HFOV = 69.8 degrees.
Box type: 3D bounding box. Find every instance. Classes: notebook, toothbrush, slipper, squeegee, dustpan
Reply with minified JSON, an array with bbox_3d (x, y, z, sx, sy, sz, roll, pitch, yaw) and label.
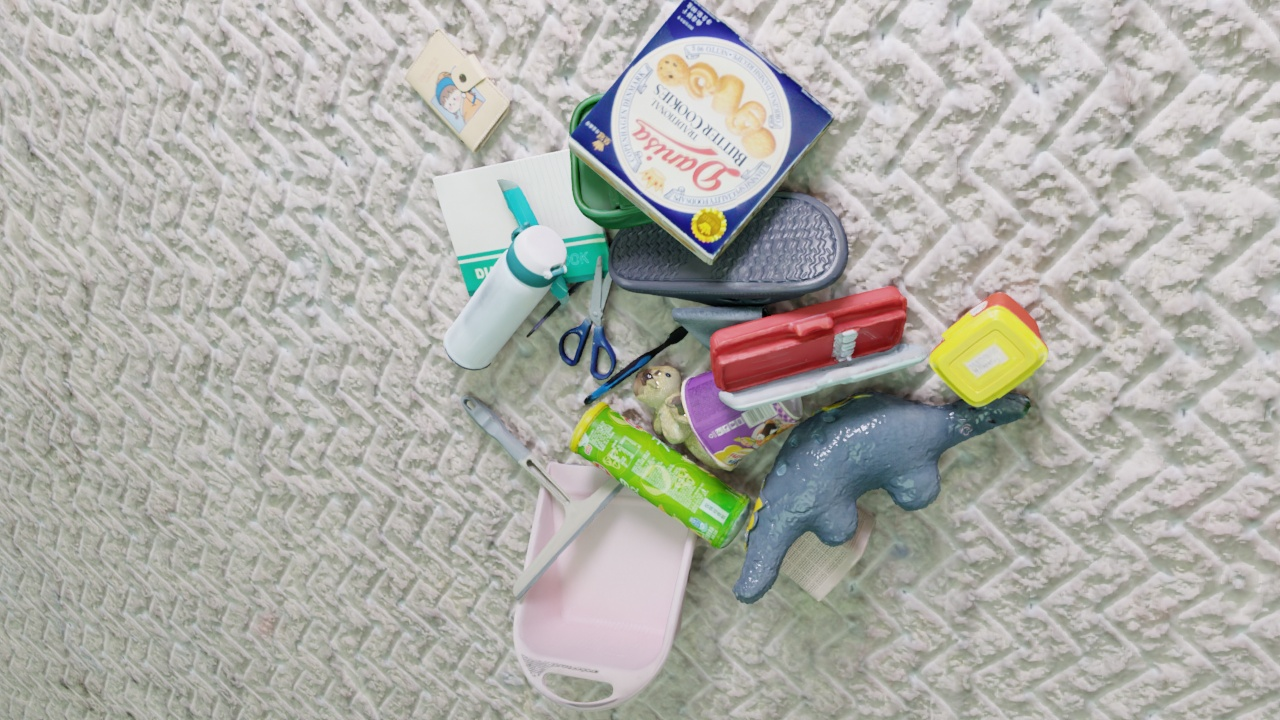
[{"bbox_3d":[-0.136,-0.154,1.054,0.210,0.012,0.150,-5,110,29],"label":"notebook"},{"bbox_3d":[-0.080,-0.080,1.074,0.017,0.014,0.190,39,125,-12],"label":"toothbrush"},{"bbox_3d":[0.093,-0.106,0.944,0.269,0.083,0.110,2,74,34],"label":"slipper"},{"bbox_3d":[-0.006,0.006,1.085,0.014,0.016,0.190,44,127,-12],"label":"toothbrush"},{"bbox_3d":[-0.145,0.130,1.172,0.246,0.039,0.246,42,87,20],"label":"squeegee"},{"bbox_3d":[-0.046,0.262,1.098,0.223,0.138,0.273,-1,91,23],"label":"dustpan"}]

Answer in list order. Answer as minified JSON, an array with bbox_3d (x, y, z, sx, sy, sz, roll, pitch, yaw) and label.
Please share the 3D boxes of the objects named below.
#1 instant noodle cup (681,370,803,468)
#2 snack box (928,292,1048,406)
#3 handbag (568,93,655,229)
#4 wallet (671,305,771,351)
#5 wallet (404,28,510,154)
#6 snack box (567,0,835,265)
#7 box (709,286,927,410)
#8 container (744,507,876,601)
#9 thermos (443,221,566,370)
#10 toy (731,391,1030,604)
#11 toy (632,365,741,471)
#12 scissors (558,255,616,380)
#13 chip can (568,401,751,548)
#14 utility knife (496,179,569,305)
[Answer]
[{"bbox_3d":[0.115,0.047,0.997,0.099,0.111,0.111,-29,100,23],"label":"instant noodle cup"},{"bbox_3d":[0.331,-0.016,0.876,0.082,0.079,0.091,44,124,-2],"label":"snack box"},{"bbox_3d":[-0.011,-0.202,0.935,0.120,0.068,0.131,-2,90,9],"label":"handbag"},{"bbox_3d":[0.098,-0.031,0.968,0.097,0.121,0.019,2,73,25],"label":"wallet"},{"bbox_3d":[-0.200,-0.300,1.017,0.115,0.024,0.087,48,129,-2],"label":"wallet"},{"bbox_3d":[0.057,-0.217,0.874,0.178,0.046,0.182,40,91,1],"label":"snack box"},{"bbox_3d":[0.175,0.005,0.898,0.201,0.091,0.095,-15,140,-5],"label":"box"},{"bbox_3d":[0.190,0.193,1.041,0.111,0.090,0.090,36,124,8],"label":"container"},{"bbox_3d":[-0.157,-0.072,1.054,0.073,0.073,0.225,45,136,-1],"label":"thermos"},{"bbox_3d":[0.224,0.109,0.951,0.356,0.091,0.137,-33,65,6],"label":"toy"},{"bbox_3d":[0.054,0.069,1.063,0.157,0.066,0.105,47,166,-7],"label":"toy"},{"bbox_3d":[-0.044,-0.043,1.061,0.128,0.012,0.174,46,133,-7],"label":"scissors"},{"bbox_3d":[0.024,0.134,1.074,0.221,0.072,0.073,33,123,13],"label":"chip can"},{"bbox_3d":[-0.118,-0.134,1.039,0.029,0.013,0.161,-12,111,34],"label":"utility knife"}]
